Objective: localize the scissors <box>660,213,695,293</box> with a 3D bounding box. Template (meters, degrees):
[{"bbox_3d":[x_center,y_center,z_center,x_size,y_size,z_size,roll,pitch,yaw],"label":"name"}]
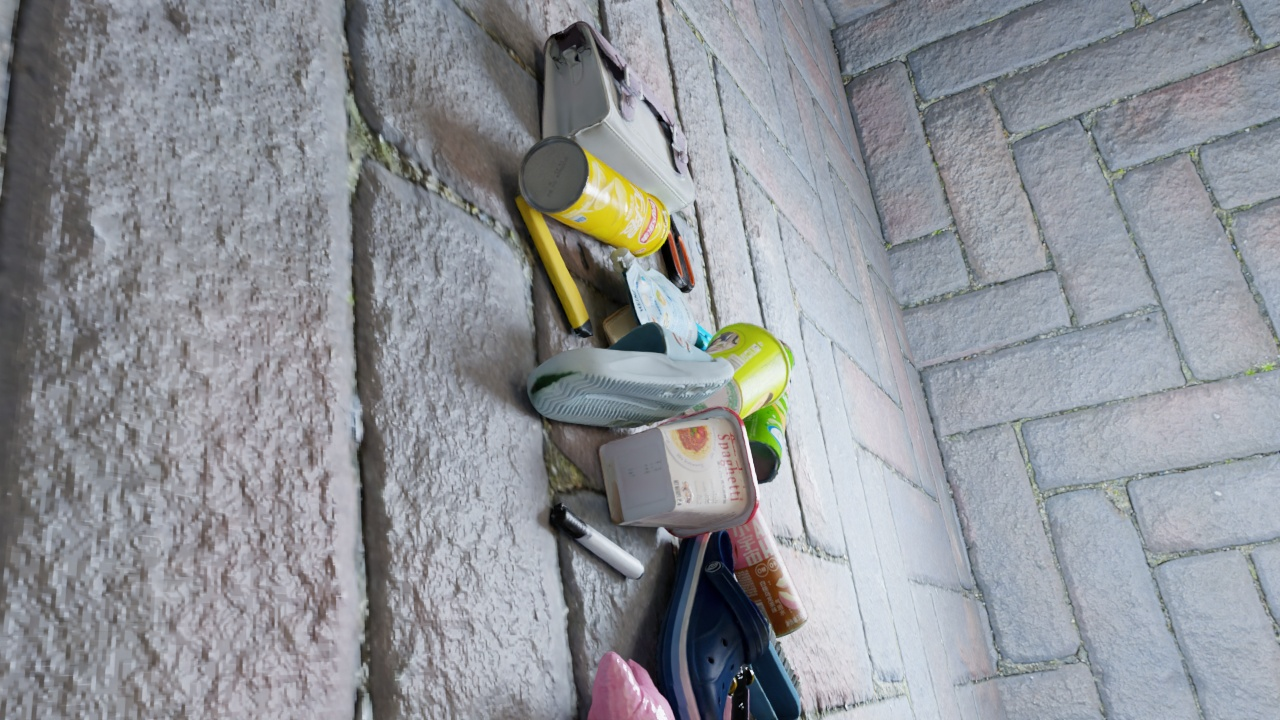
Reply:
[{"bbox_3d":[0.028,-0.191,1.160,0.152,0.022,0.234,49,28,-55],"label":"scissors"}]

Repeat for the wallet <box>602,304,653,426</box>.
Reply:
[{"bbox_3d":[-0.006,0.005,0.941,0.087,0.024,0.115,-46,116,-69],"label":"wallet"}]

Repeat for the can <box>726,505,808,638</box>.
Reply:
[{"bbox_3d":[0.132,0.231,1.021,0.147,0.058,0.057,66,23,4],"label":"can"}]

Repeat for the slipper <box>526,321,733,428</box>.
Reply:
[{"bbox_3d":[-0.012,0.011,0.827,0.245,0.104,0.074,5,56,-54],"label":"slipper"}]

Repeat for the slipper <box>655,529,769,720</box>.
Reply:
[{"bbox_3d":[0.073,0.250,0.841,0.252,0.095,0.105,-74,150,-60],"label":"slipper"}]

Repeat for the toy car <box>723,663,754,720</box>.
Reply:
[{"bbox_3d":[0.085,0.344,0.890,0.056,0.037,0.122,16,72,-59],"label":"toy car"}]

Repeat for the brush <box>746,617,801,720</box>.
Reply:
[{"bbox_3d":[0.125,0.332,0.957,0.144,0.055,0.073,63,25,-21],"label":"brush"}]

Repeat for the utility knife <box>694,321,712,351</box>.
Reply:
[{"bbox_3d":[0.084,-0.024,1.165,0.225,0.018,0.034,30,47,-59],"label":"utility knife"}]

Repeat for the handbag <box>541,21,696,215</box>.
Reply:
[{"bbox_3d":[-0.022,-0.256,1.002,0.197,0.099,0.144,32,40,-57],"label":"handbag"}]

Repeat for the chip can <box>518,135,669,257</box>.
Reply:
[{"bbox_3d":[-0.039,-0.154,0.895,0.213,0.072,0.072,11,64,-68],"label":"chip can"}]

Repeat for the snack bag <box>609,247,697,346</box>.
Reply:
[{"bbox_3d":[0.016,-0.058,0.975,0.191,0.039,0.110,13,62,-73],"label":"snack bag"}]

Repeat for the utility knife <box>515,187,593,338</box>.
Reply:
[{"bbox_3d":[-0.081,-0.090,0.848,0.156,0.015,0.033,66,18,-12],"label":"utility knife"}]

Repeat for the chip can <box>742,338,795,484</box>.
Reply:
[{"bbox_3d":[0.158,0.061,1.199,0.072,0.072,0.235,61,27,-25],"label":"chip can"}]

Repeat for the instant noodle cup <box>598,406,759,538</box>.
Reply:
[{"bbox_3d":[0.033,0.106,0.856,0.124,0.117,0.116,5,69,-53],"label":"instant noodle cup"}]

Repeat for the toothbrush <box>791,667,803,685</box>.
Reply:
[{"bbox_3d":[0.154,0.342,1.061,0.187,0.017,0.016,49,29,-42],"label":"toothbrush"}]

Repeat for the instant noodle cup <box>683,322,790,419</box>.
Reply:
[{"bbox_3d":[0.102,0.025,1.073,0.123,0.112,0.112,-33,104,-57],"label":"instant noodle cup"}]

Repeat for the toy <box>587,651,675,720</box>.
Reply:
[{"bbox_3d":[0.002,0.309,0.682,0.194,0.074,0.179,-100,174,-45],"label":"toy"}]

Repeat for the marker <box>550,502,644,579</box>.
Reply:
[{"bbox_3d":[-0.034,0.155,0.778,0.130,0.018,0.022,46,25,-45],"label":"marker"}]
